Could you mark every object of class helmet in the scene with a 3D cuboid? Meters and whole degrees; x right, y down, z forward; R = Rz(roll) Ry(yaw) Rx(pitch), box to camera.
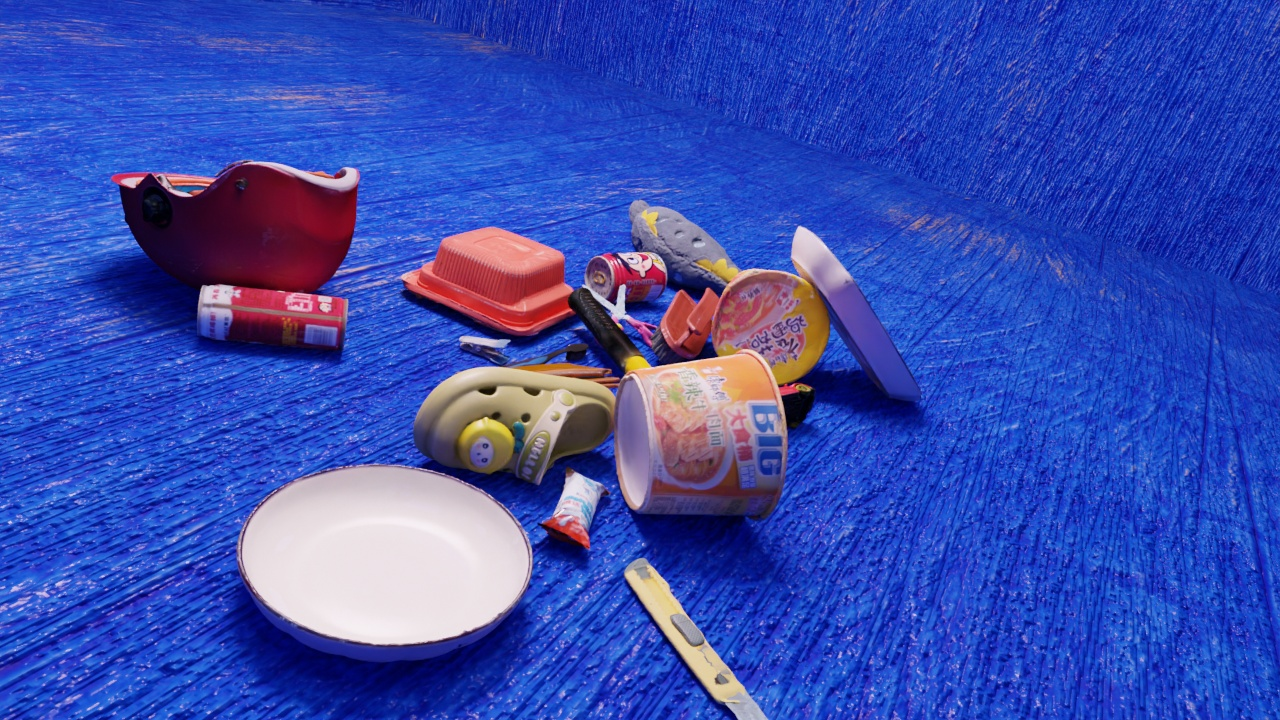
[{"bbox_3d":[-0.416,-0.132,0.956,0.240,0.144,0.206,1,11,13],"label":"helmet"}]

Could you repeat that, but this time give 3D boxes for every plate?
[{"bbox_3d":[0.256,-0.047,1.113,0.266,0.034,0.162,51,6,-29],"label":"plate"},{"bbox_3d":[-0.171,0.139,0.623,0.192,0.039,0.192,12,24,-6],"label":"plate"}]

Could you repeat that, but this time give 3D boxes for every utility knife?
[{"bbox_3d":[0.038,0.201,0.644,0.030,0.020,0.190,-8,36,-29],"label":"utility knife"}]

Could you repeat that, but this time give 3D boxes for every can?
[{"bbox_3d":[-0.020,-0.110,1.218,0.093,0.067,0.066,-7,32,-40],"label":"can"},{"bbox_3d":[-0.356,-0.041,0.893,0.132,0.053,0.053,6,26,-19],"label":"can"}]

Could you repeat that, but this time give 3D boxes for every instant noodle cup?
[{"bbox_3d":[0.158,-0.049,1.116,0.138,0.138,0.109,16,16,3],"label":"instant noodle cup"},{"bbox_3d":[-0.171,-0.102,1.104,0.189,0.079,0.164,22,25,18],"label":"instant noodle cup"},{"bbox_3d":[0.044,0.067,0.786,0.111,0.152,0.151,-2,28,-16],"label":"instant noodle cup"}]

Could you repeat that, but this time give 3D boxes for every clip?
[{"bbox_3d":[-0.169,-0.015,0.987,0.058,0.043,0.026,13,26,15],"label":"clip"}]

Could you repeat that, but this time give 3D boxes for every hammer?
[{"bbox_3d":[-0.006,0.006,0.993,0.128,0.033,0.300,0,32,-33],"label":"hammer"}]

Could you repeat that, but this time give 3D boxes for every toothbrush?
[{"bbox_3d":[-0.123,0.006,0.978,0.014,0.016,0.189,40,36,27],"label":"toothbrush"}]

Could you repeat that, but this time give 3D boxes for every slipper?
[{"bbox_3d":[-0.094,0.059,0.784,0.190,0.092,0.081,1,30,-34],"label":"slipper"}]

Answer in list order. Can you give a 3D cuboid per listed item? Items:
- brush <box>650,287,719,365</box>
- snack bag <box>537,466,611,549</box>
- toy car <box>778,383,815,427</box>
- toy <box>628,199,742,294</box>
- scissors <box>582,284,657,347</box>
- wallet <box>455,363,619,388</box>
[{"bbox_3d":[0.057,-0.043,1.097,0.063,0.069,0.145,45,25,-6],"label":"brush"},{"bbox_3d":[-0.052,0.120,0.749,0.048,0.026,0.104,28,25,1],"label":"snack bag"},{"bbox_3d":[0.147,0.051,0.986,0.106,0.049,0.031,-8,34,-39],"label":"toy car"},{"bbox_3d":[0.058,-0.168,1.367,0.137,0.091,0.356,10,23,-42],"label":"toy"},{"bbox_3d":[-0.019,-0.052,1.124,0.130,0.017,0.133,18,39,-9],"label":"scissors"},{"bbox_3d":[-0.098,0.019,0.895,0.130,0.035,0.119,-4,9,-38],"label":"wallet"}]
